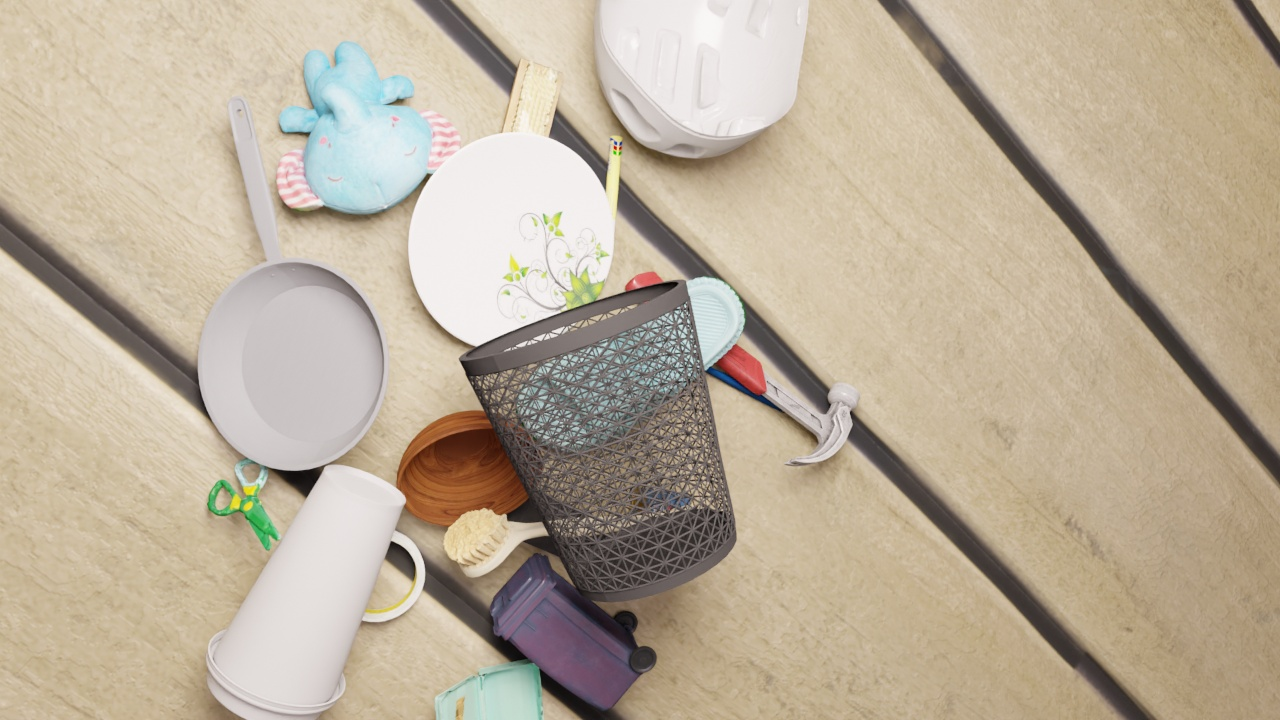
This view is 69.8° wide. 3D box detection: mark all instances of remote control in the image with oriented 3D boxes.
[{"bbox_3d":[-0.090,0.186,1.014,0.133,0.013,0.058,28,83,-17],"label":"remote control"}]

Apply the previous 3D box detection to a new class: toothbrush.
[{"bbox_3d":[0.097,0.015,1.071,0.190,0.016,0.017,27,69,-17],"label":"toothbrush"}]

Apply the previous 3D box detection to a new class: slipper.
[{"bbox_3d":[-0.006,0.006,0.986,0.276,0.069,0.116,-34,98,-2],"label":"slipper"}]

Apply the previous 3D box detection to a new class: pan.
[{"bbox_3d":[-0.342,-0.073,0.878,0.201,0.050,0.356,-11,88,12],"label":"pan"}]

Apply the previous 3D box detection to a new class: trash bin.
[{"bbox_3d":[-0.075,0.286,0.981,0.161,0.094,0.092,43,88,-16],"label":"trash bin"},{"bbox_3d":[-0.024,0.075,0.855,0.216,0.217,0.243,-22,100,-17],"label":"trash bin"}]

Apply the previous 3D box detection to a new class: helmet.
[{"bbox_3d":[0.057,-0.356,0.962,0.224,0.184,0.282,1,97,-24],"label":"helmet"}]

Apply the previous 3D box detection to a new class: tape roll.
[{"bbox_3d":[-0.272,0.222,0.952,0.094,0.019,0.094,0,91,-18],"label":"tape roll"}]

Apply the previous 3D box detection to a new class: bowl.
[{"bbox_3d":[-0.179,0.097,0.945,0.147,0.068,0.147,-12,135,-12],"label":"bowl"}]

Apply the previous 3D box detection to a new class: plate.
[{"bbox_3d":[-0.136,-0.124,0.970,0.229,0.030,0.230,-10,111,-28],"label":"plate"}]

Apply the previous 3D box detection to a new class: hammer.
[{"bbox_3d":[0.112,0.004,1.056,0.315,0.036,0.126,37,62,-11],"label":"hammer"}]

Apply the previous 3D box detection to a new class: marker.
[{"bbox_3d":[-0.032,-0.184,1.026,0.014,0.014,0.132,5,90,-18],"label":"marker"}]

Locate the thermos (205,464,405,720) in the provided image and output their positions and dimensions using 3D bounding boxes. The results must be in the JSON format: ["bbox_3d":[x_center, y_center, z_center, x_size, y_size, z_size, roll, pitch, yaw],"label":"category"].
[{"bbox_3d":[-0.307,0.216,0.867,0.131,0.131,0.222,26,93,-17],"label":"thermos"}]

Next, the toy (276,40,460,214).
[{"bbox_3d":[-0.278,-0.233,0.899,0.183,0.115,0.180,-18,87,-7],"label":"toy"}]

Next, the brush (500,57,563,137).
[{"bbox_3d":[-0.117,-0.265,0.983,0.049,0.039,0.117,15,87,-19],"label":"brush"}]

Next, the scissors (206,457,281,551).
[{"bbox_3d":[-0.366,0.136,0.875,0.071,0.131,0.014,-50,140,-16],"label":"scissors"}]

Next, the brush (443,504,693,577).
[{"bbox_3d":[-0.068,0.178,0.962,0.272,0.077,0.062,-6,54,-11],"label":"brush"}]

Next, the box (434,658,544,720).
[{"bbox_3d":[-0.158,0.425,0.977,0.137,0.057,0.187,-5,92,-36],"label":"box"}]

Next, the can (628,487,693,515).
[{"bbox_3d":[0.018,0.194,1.029,0.059,0.054,0.100,10,87,-17],"label":"can"}]
